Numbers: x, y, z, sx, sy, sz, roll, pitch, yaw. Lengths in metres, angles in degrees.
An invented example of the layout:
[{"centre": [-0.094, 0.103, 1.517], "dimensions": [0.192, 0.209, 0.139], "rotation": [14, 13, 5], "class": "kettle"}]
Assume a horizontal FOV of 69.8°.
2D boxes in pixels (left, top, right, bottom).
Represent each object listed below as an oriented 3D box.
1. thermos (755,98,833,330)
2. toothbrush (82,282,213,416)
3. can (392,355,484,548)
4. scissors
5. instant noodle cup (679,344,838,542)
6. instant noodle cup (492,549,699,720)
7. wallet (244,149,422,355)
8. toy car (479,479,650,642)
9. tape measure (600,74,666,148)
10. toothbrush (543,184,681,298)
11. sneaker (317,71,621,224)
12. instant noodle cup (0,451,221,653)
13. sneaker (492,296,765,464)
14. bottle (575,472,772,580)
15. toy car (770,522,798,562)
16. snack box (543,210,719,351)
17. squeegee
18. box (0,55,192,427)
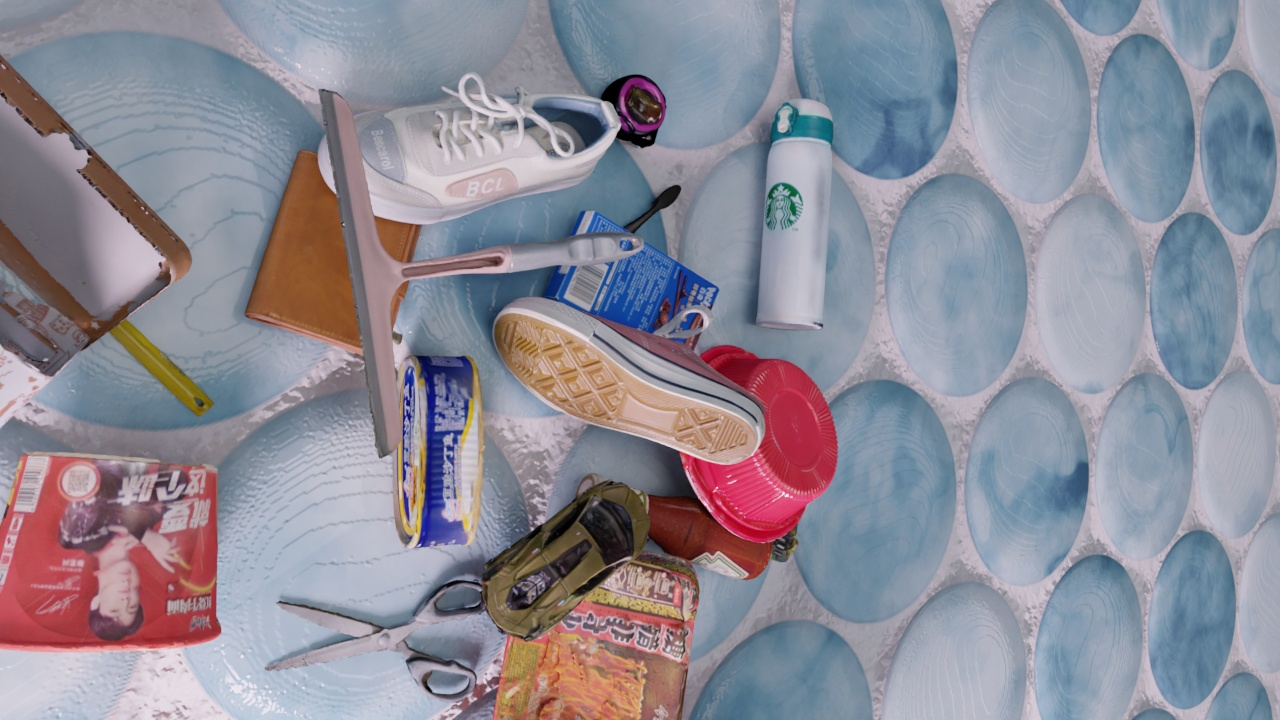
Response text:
[{"centre": [0.154, -0.144, 0.912], "dimensions": [0.073, 0.073, 0.224], "rotation": [6, 87, -34], "class": "thermos"}, {"centre": [-0.355, -0.034, 0.603], "dimensions": [0.015, 0.017, 0.190], "rotation": [-48, 114, -23], "class": "toothbrush"}, {"centre": [-0.156, 0.069, 0.703], "dimensions": [0.049, 0.075, 0.148], "rotation": [1, 90, -31], "class": "can"}, {"centre": [-0.193, 0.217, 0.716], "dimensions": [0.159, 0.014, 0.175], "rotation": [-42, 111, -26], "class": "scissors"}, {"centre": [0.122, 0.069, 0.862], "dimensions": [0.193, 0.066, 0.193], "rotation": [20, 60, -38], "class": "instant noodle cup"}, {"centre": [-0.042, 0.246, 0.760], "dimensions": [0.164, 0.079, 0.188], "rotation": [17, 71, -22], "class": "instant noodle cup"}, {"centre": [-0.215, -0.074, 0.684], "dimensions": [0.119, 0.035, 0.130], "rotation": [23, 71, -36], "class": "wallet"}, {"centre": [-0.055, 0.151, 0.714], "dimensions": [0.157, 0.042, 0.070], "rotation": [-37, 91, -30], "class": "toy car"}, {"centre": [-0.005, -0.226, 0.822], "dimensions": [0.057, 0.039, 0.057], "rotation": [24, 77, -31], "class": "tape measure"}, {"centre": [-0.028, -0.103, 0.827], "dimensions": [0.188, 0.017, 0.014], "rotation": [-44, 109, -22], "class": "toothbrush"}, {"centre": [-0.119, -0.165, 0.703], "dimensions": [0.241, 0.091, 0.089], "rotation": [-16, 85, -36], "class": "sneaker"}, {"centre": [-0.323, 0.114, 0.561], "dimensions": [0.137, 0.138, 0.108], "rotation": [10, 78, -33], "class": "instant noodle cup"}, {"centre": [-0.005, 0.005, 0.775], "dimensions": [0.241, 0.119, 0.087], "rotation": [23, 38, -2], "class": "sneaker"}, {"centre": [0.032, 0.149, 0.840], "dimensions": [0.206, 0.060, 0.059], "rotation": [25, 76, -31], "class": "bottle"}, {"centre": [0.137, 0.156, 0.920], "dimensions": [0.043, 0.036, 0.091], "rotation": [31, 65, -33], "class": "toy car"}, {"centre": [-0.005, -0.061, 0.823], "dimensions": [0.157, 0.026, 0.084], "rotation": [28, 82, -34], "class": "snack box"}, {"centre": [-0.105, -0.075, 0.692], "dimensions": [0.249, 0.040, 0.248], "rotation": [-12, 100, -35], "class": "squeegee"}, {"centre": [-0.372, -0.070, 0.510], "dimensions": [0.181, 0.153, 0.182], "rotation": [-44, 115, -4], "class": "box"}]
